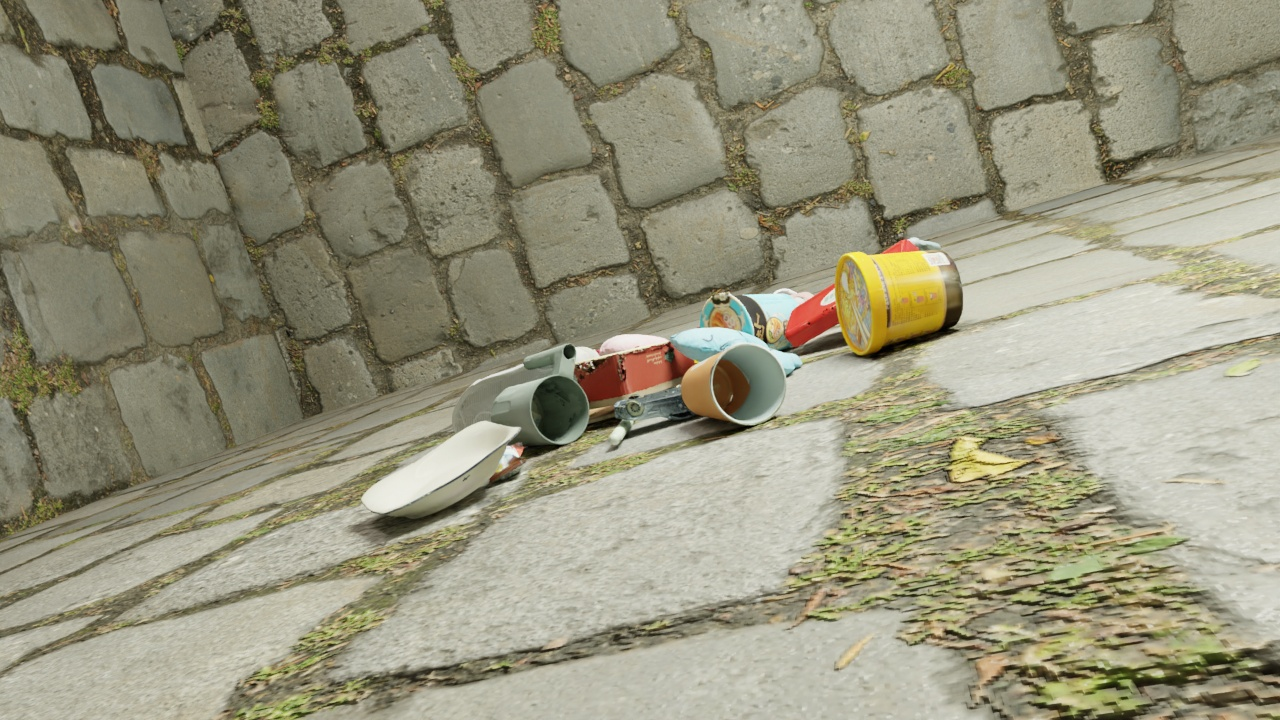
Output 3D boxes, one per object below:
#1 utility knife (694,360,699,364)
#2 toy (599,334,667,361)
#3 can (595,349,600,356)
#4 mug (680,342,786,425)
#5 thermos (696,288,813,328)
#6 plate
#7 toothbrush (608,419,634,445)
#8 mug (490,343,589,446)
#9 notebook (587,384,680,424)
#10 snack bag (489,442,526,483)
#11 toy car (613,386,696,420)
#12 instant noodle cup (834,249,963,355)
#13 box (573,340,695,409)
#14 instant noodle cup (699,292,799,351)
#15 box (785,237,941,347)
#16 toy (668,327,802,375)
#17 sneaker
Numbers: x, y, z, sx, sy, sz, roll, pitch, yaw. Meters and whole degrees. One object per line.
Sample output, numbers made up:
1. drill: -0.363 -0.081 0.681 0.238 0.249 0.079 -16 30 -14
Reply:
1. utility knife: 0.097 0.008 1.265 0.154 0.015 0.033 -8 47 47
2. toy: 0.014 -0.016 1.428 0.159 0.054 0.121 -4 -1 -17
3. can: -0.030 0.003 1.513 0.093 0.066 0.067 -20 6 -25
4. mug: 0.086 0.026 0.923 0.078 0.078 0.123 -19 2 -16
5. thermos: 0.179 -0.059 1.417 0.198 0.087 0.067 -21 -38 -21
6. plate: -0.204 0.120 0.957 0.163 0.034 0.164 -33 15 -23
7. toothbrush: -0.019 0.072 1.053 0.029 0.020 0.189 -45 1 9
8. mug: -0.122 0.046 1.132 0.083 0.123 0.104 19 -19 -34
9. notebook: -0.054 0.067 1.248 0.212 0.012 0.149 -16 5 13
10. snack bag: -0.149 0.113 1.018 0.048 0.026 0.104 -29 6 -5
11. toy car: 0.031 0.048 1.020 0.121 0.037 0.054 -10 8 5
12. instant noodle cup: 0.298 -0.074 1.059 0.114 0.118 0.118 -10 5 -6
13. box: -0.007 0.007 1.185 0.092 0.077 0.168 -12 2 37
14. instant noodle cup: 0.164 -0.050 1.293 0.120 0.111 0.111 -12 2 -34
15. box: 0.292 -0.094 1.218 0.202 0.065 0.159 -35 -1 37
16. toy: 0.117 -0.013 1.146 0.161 0.050 0.156 7 9 -4
17. sneaker: -0.156 0.043 1.258 0.243 0.089 0.090 -28 -1 29
